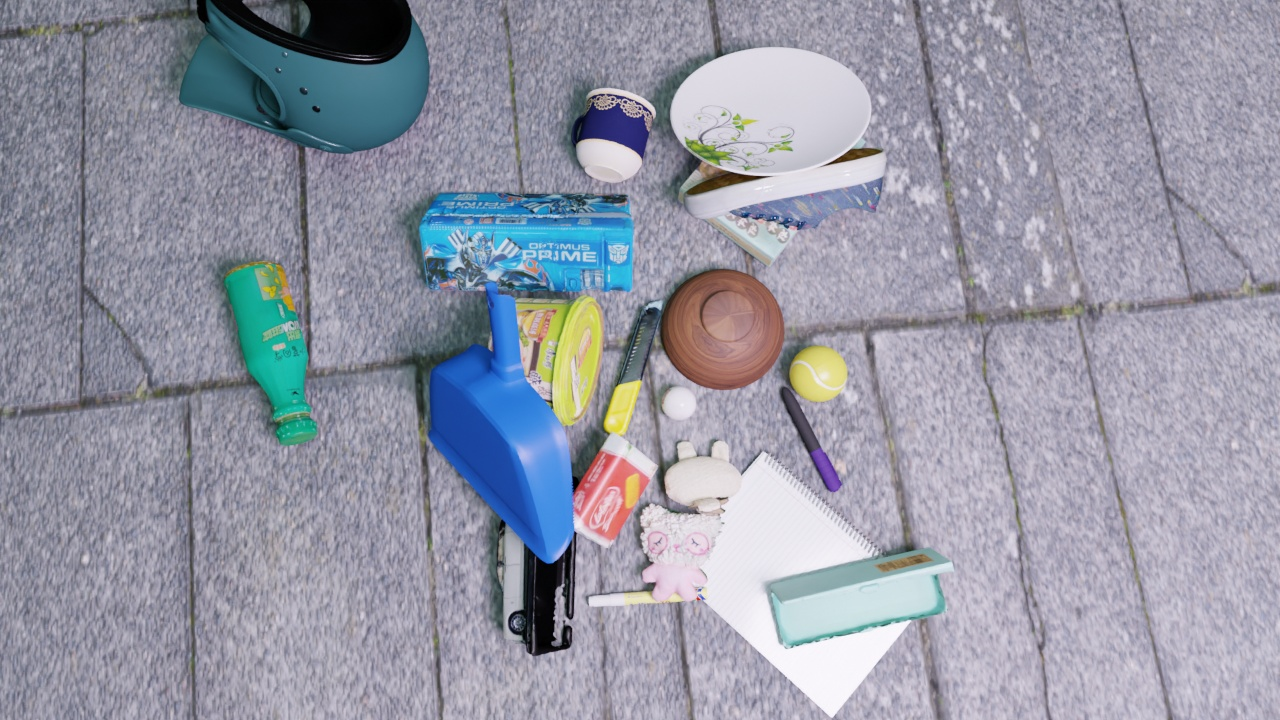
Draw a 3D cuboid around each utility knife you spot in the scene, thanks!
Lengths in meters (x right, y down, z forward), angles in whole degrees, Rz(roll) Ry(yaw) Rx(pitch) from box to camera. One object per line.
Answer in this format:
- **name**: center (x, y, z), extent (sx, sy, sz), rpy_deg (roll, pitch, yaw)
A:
- **utility knife**: center (-0.006, 0.006, 1.080), extent (0.029, 0.020, 0.172), rpy_deg (18, 80, 2)

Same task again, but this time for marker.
- **marker**: center (0.198, 0.091, 1.067), extent (0.018, 0.015, 0.134), rpy_deg (-19, 77, -33)
- **marker**: center (0.009, 0.265, 1.025), extent (0.132, 0.014, 0.014), rpy_deg (-5, 78, 3)

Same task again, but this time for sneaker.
- **sneaker**: center (0.168, -0.183, 1.051), extent (0.235, 0.087, 0.079), rpy_deg (-11, 112, -1)

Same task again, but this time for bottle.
- **bottle**: center (-0.418, -0.007, 1.052), extent (0.068, 0.068, 0.209), rpy_deg (-19, 79, -5)

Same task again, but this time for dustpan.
- **dustpan**: center (-0.150, 0.039, 0.927), extent (0.059, 0.258, 0.245), rpy_deg (-29, 48, -29)

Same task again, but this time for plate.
- **plate**: center (0.150, -0.284, 1.072), extent (0.229, 0.030, 0.228), rpy_deg (-3, 53, 4)

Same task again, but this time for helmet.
- **helmet**: center (-0.384, -0.339, 1.055), extent (0.274, 0.201, 0.176), rpy_deg (12, 62, -15)

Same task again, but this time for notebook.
- **notebook**: center (0.178, 0.247, 1.036), extent (0.245, 0.013, 0.177), rpy_deg (41, 82, 7)

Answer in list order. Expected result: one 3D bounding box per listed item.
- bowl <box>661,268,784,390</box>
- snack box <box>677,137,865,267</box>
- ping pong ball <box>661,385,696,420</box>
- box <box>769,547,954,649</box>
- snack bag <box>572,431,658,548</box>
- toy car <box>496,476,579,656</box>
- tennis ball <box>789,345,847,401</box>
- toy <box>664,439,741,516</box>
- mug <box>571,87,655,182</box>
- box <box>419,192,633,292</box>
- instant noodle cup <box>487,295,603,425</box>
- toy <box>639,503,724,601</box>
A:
- **bowl**: center (0.099, -0.044, 1.066), extent (0.147, 0.069, 0.147), rpy_deg (0, 78, -1)
- **snack box**: center (0.159, -0.231, 1.119), extent (0.141, 0.044, 0.193), rpy_deg (38, 80, 5)
- **ping pong ball**: center (0.045, 0.049, 1.061), extent (0.040, 0.040, 0.040), rpy_deg (0, 78, -1)
- **box**: center (0.238, 0.255, 0.980), extent (0.188, 0.093, 0.077), rpy_deg (-12, 79, -1)
- **snack bag**: center (-0.034, 0.146, 1.022), extent (0.036, 0.077, 0.115), rpy_deg (23, 76, 41)
- **toy car**: center (-0.119, 0.221, 1.011), extent (0.071, 0.094, 0.191), rpy_deg (-5, 78, 24)
- **tennis ball**: center (0.205, 0.015, 1.057), extent (0.065, 0.065, 0.065), rpy_deg (0, 78, -1)
- **toy**: center (0.071, 0.138, 1.035), extent (0.087, 0.050, 0.112), rpy_deg (-4, 52, -3)
- **mug**: center (-0.044, -0.267, 1.112), extent (0.112, 0.085, 0.089), rpy_deg (6, 78, 37)
- **box**: center (-0.131, -0.150, 1.103), extent (0.243, 0.094, 0.115), rpy_deg (1, 37, -1)
- **instant noodle cup**: center (-0.106, -0.006, 1.023), extent (0.098, 0.146, 0.146), rpy_deg (10, 78, 11)
- **toy**: center (0.041, 0.214, 1.017), extent (0.096, 0.041, 0.108), rpy_deg (2, 71, 14)
